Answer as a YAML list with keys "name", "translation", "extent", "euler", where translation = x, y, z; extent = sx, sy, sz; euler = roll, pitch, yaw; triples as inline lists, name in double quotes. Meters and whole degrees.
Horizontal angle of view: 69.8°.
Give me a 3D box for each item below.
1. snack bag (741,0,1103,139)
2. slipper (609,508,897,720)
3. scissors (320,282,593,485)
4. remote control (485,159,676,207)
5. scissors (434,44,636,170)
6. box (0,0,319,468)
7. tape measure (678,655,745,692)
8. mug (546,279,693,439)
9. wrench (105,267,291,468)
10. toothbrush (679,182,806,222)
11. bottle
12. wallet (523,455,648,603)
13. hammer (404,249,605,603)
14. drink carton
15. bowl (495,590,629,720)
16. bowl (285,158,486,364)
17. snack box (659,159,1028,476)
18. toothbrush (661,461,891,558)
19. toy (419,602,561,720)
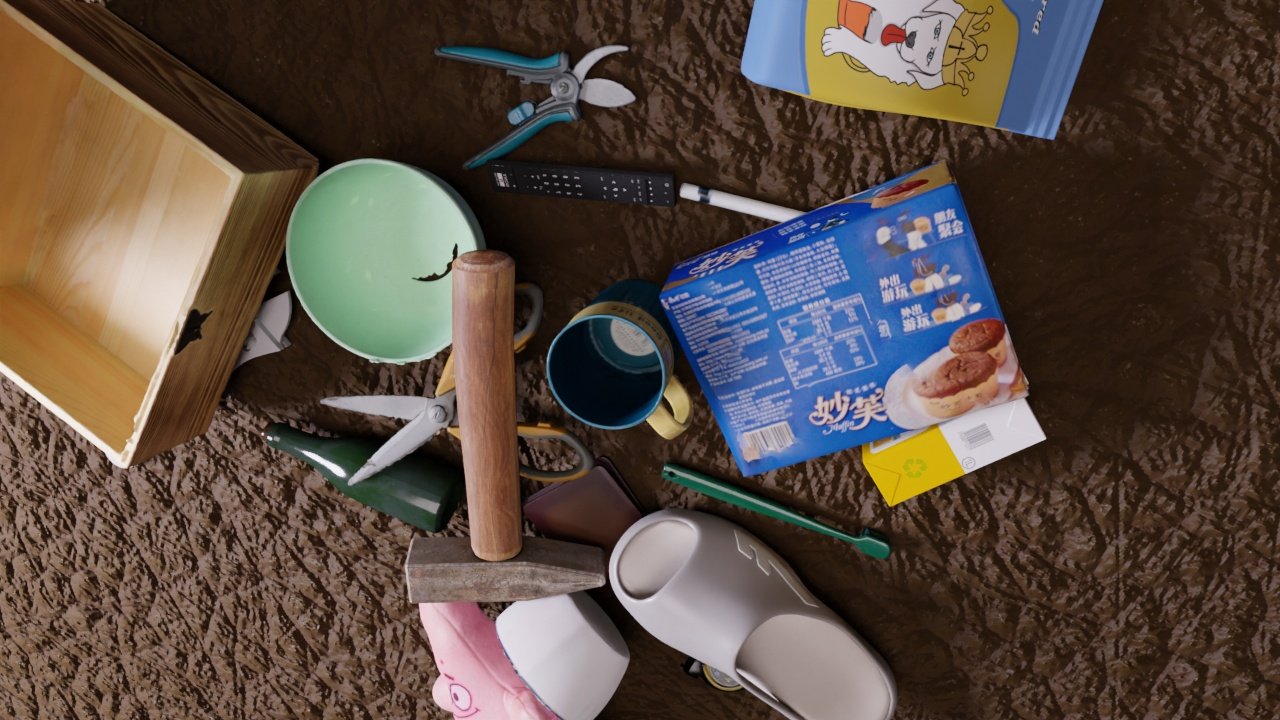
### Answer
- name: "snack bag"
  translation: [0.179, -0.228, 0.553]
  extent: [0.205, 0.102, 0.159]
  euler: [10, 112, -4]
- name: "slipper"
  translation: [0.099, 0.215, 0.716]
  extent: [0.266, 0.081, 0.113]
  euler: [39, 83, -4]
- name: "scissors"
  translation: [-0.136, 0.045, 0.732]
  extent: [0.225, 0.016, 0.216]
  euler: [-42, 96, 8]
- name: "remote control"
  translation: [-0.043, -0.130, 0.671]
  extent: [0.140, 0.009, 0.030]
  euler: [7, 149, 10]
- name: "scissors"
  translation: [-0.085, -0.196, 0.658]
  extent: [0.154, 0.019, 0.124]
  euler: [-39, 99, 20]
- name: "box"
  translation: [-0.464, -0.085, 0.615]
  extent: [0.284, 0.322, 0.280]
  euler: [36, 115, 7]
- name: "tape measure"
  translation: [0.074, 0.248, 0.777]
  extent: [0.061, 0.034, 0.062]
  euler: [28, 100, 8]
- name: "mug"
  translation: [-0.004, 0.004, 0.666]
  extent: [0.083, 0.107, 0.113]
  euler: [-38, 98, 20]
- name: "wrench"
  translation: [-0.398, 0.008, 0.802]
  extent: [0.274, 0.018, 0.086]
  euler: [-36, 99, 22]
- name: "toothbrush"
  translation: [0.119, -0.102, 0.652]
  extent: [0.187, 0.012, 0.017]
  euler: [15, 99, 6]
- name: "bottle"
  translation: [-0.239, 0.090, 0.778]
  extent: [0.174, 0.055, 0.055]
  euler: [21, 113, 5]
- name: "wallet"
  translation: [-0.031, 0.145, 0.775]
  extent: [0.092, 0.018, 0.115]
  euler: [-31, 104, 20]
- name: "hammer"
  translation: [-0.105, 0.059, 0.686]
  extent: [0.158, 0.037, 0.301]
  euler: [0, 120, -3]
- name: "drink carton"
  translation: [0.224, 0.051, 0.660]
  extent: [0.123, 0.058, 0.040]
  euler: [-29, 101, 20]
- name: "bowl"
  translation: [-0.059, 0.238, 0.767]
  extent: [0.065, 0.116, 0.116]
  euler: [-41, 98, 0]
- name: "bowl"
  translation: [-0.179, -0.080, 0.689]
  extent: [0.151, 0.076, 0.151]
  euler: [4, 110, 11]
- name: "snack box"
  translation: [0.139, -0.024, 0.636]
  extent: [0.203, 0.069, 0.155]
  euler: [-20, 108, 21]
- name: "toothbrush"
  translation: [0.108, 0.118, 0.734]
  extent: [0.190, 0.017, 0.016]
  euler: [20, 113, 6]
- name: "toy"
  translation: [-0.123, 0.286, 0.795]
  extent: [0.193, 0.096, 0.237]
  euler: [-16, 108, 54]
